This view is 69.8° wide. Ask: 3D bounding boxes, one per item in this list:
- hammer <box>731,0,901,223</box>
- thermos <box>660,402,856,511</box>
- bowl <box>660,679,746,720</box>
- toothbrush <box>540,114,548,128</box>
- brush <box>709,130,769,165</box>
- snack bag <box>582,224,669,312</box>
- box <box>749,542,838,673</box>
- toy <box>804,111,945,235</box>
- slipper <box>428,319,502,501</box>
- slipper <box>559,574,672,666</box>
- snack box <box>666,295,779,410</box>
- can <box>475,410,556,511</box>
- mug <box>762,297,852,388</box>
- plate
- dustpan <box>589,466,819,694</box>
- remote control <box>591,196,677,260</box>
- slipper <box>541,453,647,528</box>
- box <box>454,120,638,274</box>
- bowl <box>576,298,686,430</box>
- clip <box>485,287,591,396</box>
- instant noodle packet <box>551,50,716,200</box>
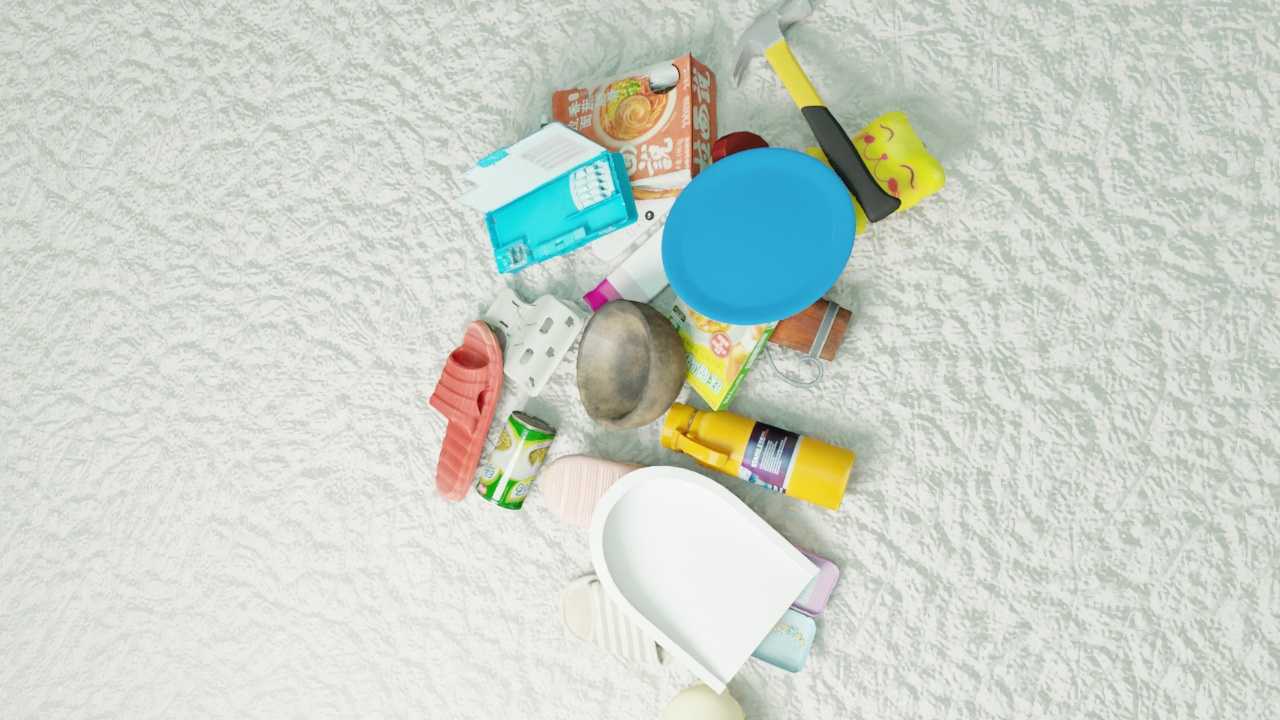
[{"bbox_3d":[0.208,-0.292,1.084,0.127,0.029,0.323,-29,64,11],"label":"hammer"},{"bbox_3d":[0.141,0.111,1.125,0.233,0.091,0.076,18,81,14],"label":"thermos"},{"bbox_3d":[0.082,0.445,1.148,0.118,0.118,0.073,3,49,14],"label":"bowl"},{"bbox_3d":[-0.131,-0.237,1.233,0.017,0.012,0.187,0,90,18],"label":"toothbrush"},{"bbox_3d":[0.125,-0.193,1.136,0.042,0.082,0.173,-6,89,52],"label":"brush"},{"bbox_3d":[0.016,-0.122,1.194,0.197,0.016,0.070,-42,83,11],"label":"snack bag"},{"bbox_3d":[0.124,0.280,1.136,0.214,0.041,0.151,23,79,3],"label":"box"},{"bbox_3d":[0.255,-0.202,1.097,0.194,0.087,0.134,-27,61,10],"label":"toy"},{"bbox_3d":[-0.244,0.067,1.220,0.104,0.059,0.249,20,100,51],"label":"slipper"},{"bbox_3d":[0.026,0.331,1.179,0.273,0.054,0.114,3,96,12],"label":"slipper"},{"bbox_3d":[0.092,-0.043,1.114,0.132,0.027,0.168,48,130,28],"label":"snack box"},{"bbox_3d":[-0.166,0.134,1.216,0.067,0.067,0.121,27,97,12],"label":"can"},{"bbox_3d":[0.186,-0.032,1.120,0.111,0.081,0.117,22,95,9],"label":"mug"},{"bbox_3d":[0.134,-0.141,1.052,0.225,0.024,0.224,-7,68,18],"label":"plate"},{"bbox_3d":[0.058,0.241,1.098,0.258,0.053,0.191,40,84,5],"label":"dustpan"},{"bbox_3d":[-0.008,-0.184,1.201,0.137,0.013,0.043,-41,81,11],"label":"remote control"},{"bbox_3d":[-0.031,0.169,1.182,0.197,0.081,0.093,10,95,-10],"label":"slipper"},{"bbox_3d":[-0.126,-0.210,1.160,0.228,0.086,0.168,-17,121,36],"label":"box"},{"bbox_3d":[-0.007,0.007,1.144,0.163,0.070,0.162,-8,80,51],"label":"bowl"},{"bbox_3d":[-0.135,-0.033,1.221,0.126,0.105,0.151,-55,47,8],"label":"clip"},{"bbox_3d":[-0.018,-0.288,1.182,0.221,0.084,0.164,-3,83,26],"label":"instant noodle packet"}]
